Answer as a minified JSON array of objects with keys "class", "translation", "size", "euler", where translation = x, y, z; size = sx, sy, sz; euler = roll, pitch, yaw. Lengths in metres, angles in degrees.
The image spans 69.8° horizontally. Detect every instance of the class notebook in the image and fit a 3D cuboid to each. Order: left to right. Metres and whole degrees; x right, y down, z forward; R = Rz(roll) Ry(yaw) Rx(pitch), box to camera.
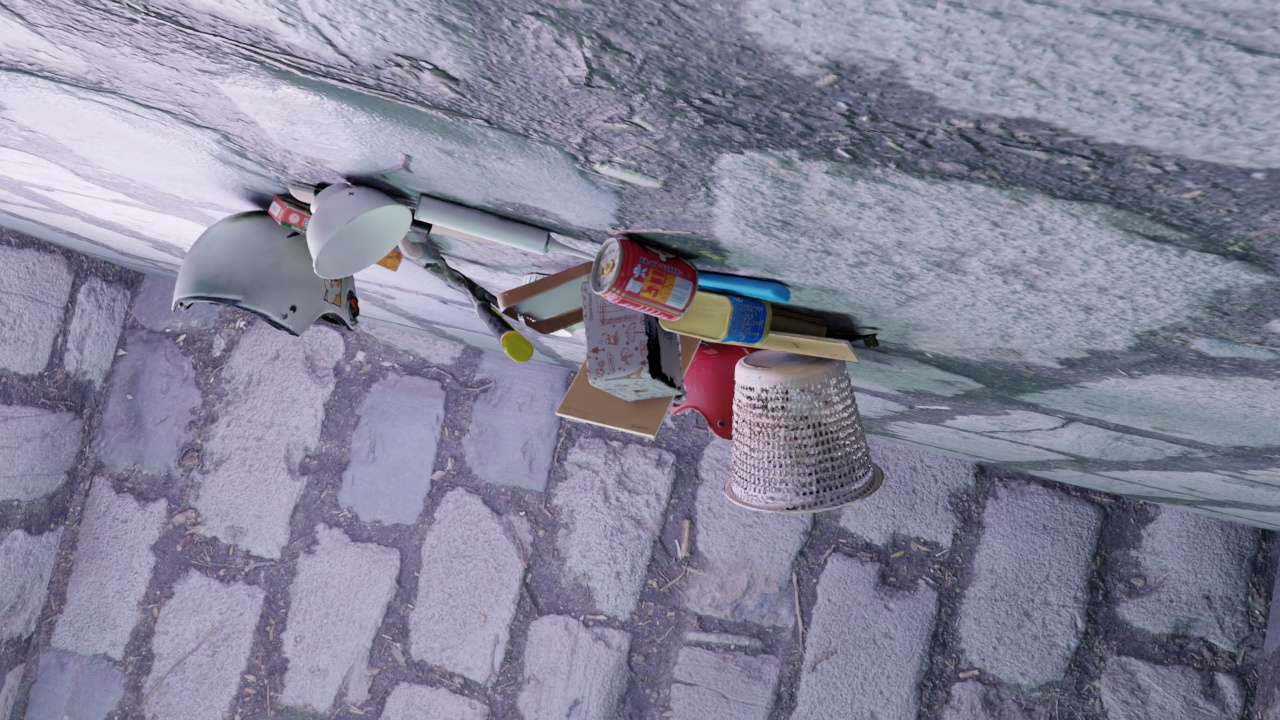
[{"class":"notebook","translation":[-0.007,0.007,1.260],"size":[0.150,0.210,0.012],"euler":[12,146,24]},{"class":"notebook","translation":[0.162,-0.025,1.144],"size":[0.208,0.008,0.147],"euler":[9,175,19]}]

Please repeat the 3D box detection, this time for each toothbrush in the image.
[{"class":"toothbrush","translation":[-0.127,-0.132,0.972],"size":[0.221,0.026,0.026],"euler":[15,-159,-13]},{"class":"toothbrush","translation":[0.240,-0.025,1.184],"size":[0.026,0.027,0.213],"euler":[-26,-171,-20]}]

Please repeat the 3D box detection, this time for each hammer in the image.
[{"class":"hammer","translation":[-0.197,-0.062,1.198],"size":[0.126,0.032,0.323],"euler":[36,-178,-30]}]

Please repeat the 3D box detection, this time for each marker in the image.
[{"class":"marker","translation":[-0.297,-0.169,1.022],"size":[0.132,0.020,0.022],"euler":[17,145,-6]}]

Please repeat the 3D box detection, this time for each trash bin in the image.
[{"class":"trash bin","translation":[0.218,0.086,1.292],"size":[0.227,0.192,0.227],"euler":[-8,-167,2]}]

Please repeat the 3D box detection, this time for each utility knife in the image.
[{"class":"utility knife","translation":[0.064,-0.088,1.009],"size":[0.205,0.018,0.034],"euler":[12,175,28]}]

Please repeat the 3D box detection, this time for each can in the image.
[{"class":"can","translation":[0.003,-0.084,0.936],"size":[0.093,0.066,0.067],"euler":[16,174,-28]},{"class":"can","translation":[0.083,-0.051,1.035],"size":[0.102,0.057,0.083],"euler":[14,-172,37]}]

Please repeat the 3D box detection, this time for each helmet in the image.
[{"class":"helmet","translation":[-0.507,-0.128,1.279],"size":[0.230,0.157,0.273],"euler":[11,-175,12]},{"class":"helmet","translation":[0.134,0.036,1.492],"size":[0.240,0.144,0.206],"euler":[23,-171,36]}]

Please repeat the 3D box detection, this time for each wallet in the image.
[{"class":"wallet","translation":[0.164,-0.046,1.133],"size":[0.115,0.033,0.090],"euler":[13,177,-3]}]

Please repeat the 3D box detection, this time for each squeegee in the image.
[{"class":"squeegee","translation":[-0.284,-0.146,1.154],"size":[0.247,0.040,0.249],"euler":[12,176,0]}]

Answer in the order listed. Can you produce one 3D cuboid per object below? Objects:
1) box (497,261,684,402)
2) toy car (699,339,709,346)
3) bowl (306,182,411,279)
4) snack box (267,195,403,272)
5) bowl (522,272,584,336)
[{"class":"box","translation":[-0.064,-0.029,1.151],"size":[0.194,0.156,0.183],"euler":[-10,167,15]},{"class":"toy car","translation":[0.030,-0.044,1.426],"size":[0.158,0.042,0.070],"euler":[10,175,-6]},{"class":"bowl","translation":[-0.310,-0.149,0.974],"size":[0.064,0.118,0.118],"euler":[53,-178,10]},{"class":"snack box","translation":[-0.385,-0.159,1.160],"size":[0.155,0.027,0.077],"euler":[23,-174,-36]},{"class":"bowl","translation":[-0.118,-0.073,1.307],"size":[0.116,0.066,0.116],"euler":[14,170,2]}]
